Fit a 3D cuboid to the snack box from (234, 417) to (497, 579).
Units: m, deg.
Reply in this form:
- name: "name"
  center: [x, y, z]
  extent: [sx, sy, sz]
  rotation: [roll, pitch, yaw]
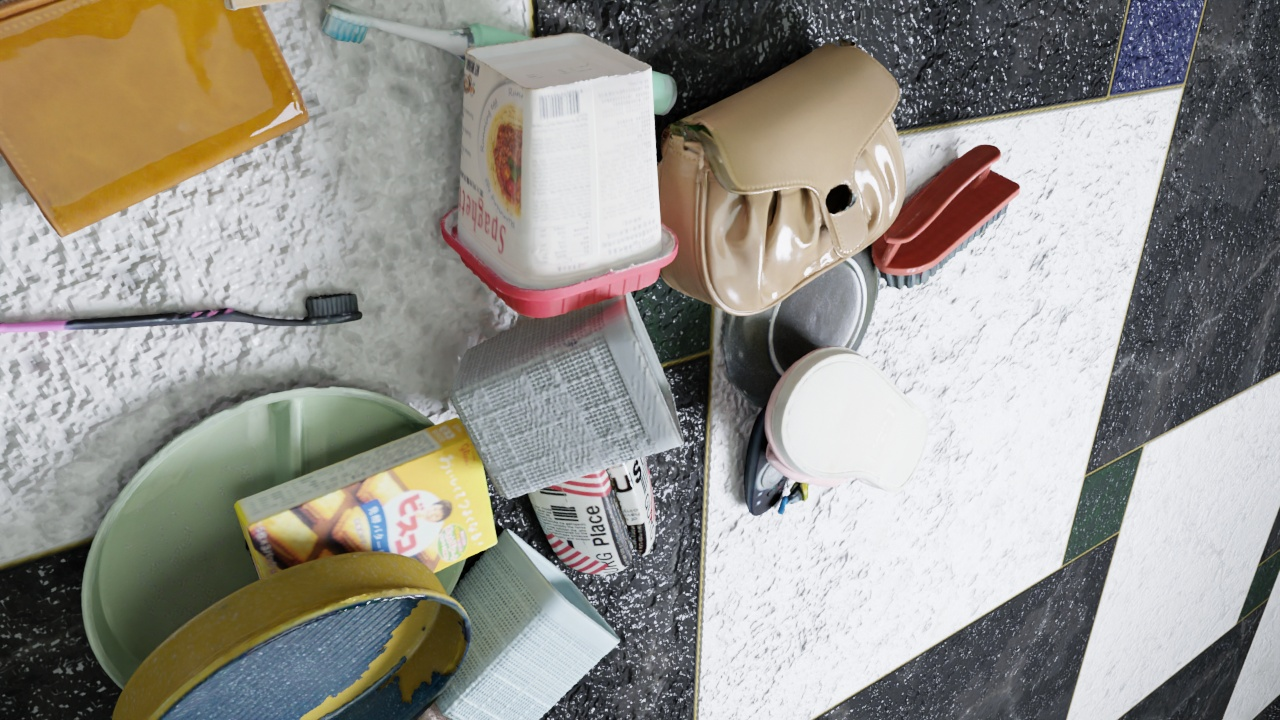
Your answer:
- name: "snack box"
  center: [-0.159, 0.098, 0.552]
  extent: [0.140, 0.034, 0.087]
  rotation: [-22, 124, -30]

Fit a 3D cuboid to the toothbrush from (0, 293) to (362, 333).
- name: "toothbrush"
  center: [-0.239, -0.024, 0.481]
  extent: [0.188, 0.014, 0.018]
  rotation: [-5, 104, -36]

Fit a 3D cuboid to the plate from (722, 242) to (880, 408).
- name: "plate"
  center: [0.142, -0.037, 0.761]
  extent: [0.179, 0.024, 0.180]
  rotation: [-17, 121, -30]

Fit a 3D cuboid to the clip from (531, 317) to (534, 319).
- name: "clip"
  center: [-0.064, -0.007, 0.611]
  extent: [0.099, 0.035, 0.098]
  rotation: [-17, 126, -22]

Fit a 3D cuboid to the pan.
- name: "pan"
  center: [-0.244, 0.252, 0.519]
  extent: [0.357, 0.078, 0.198]
  rotation: [-41, 148, 0]

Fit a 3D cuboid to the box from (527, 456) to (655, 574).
- name: "box"
  center: [-0.039, 0.085, 0.674]
  extent: [0.085, 0.075, 0.162]
  rotation: [-11, 127, 4]

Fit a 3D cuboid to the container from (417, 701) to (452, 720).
- name: "container"
  center: [-0.149, 0.290, 0.654]
  extent: [0.090, 0.090, 0.111]
  rotation: [-50, 129, -7]

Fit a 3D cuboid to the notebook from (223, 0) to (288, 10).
- name: "notebook"
  center: [-0.115, -0.263, 0.440]
  extent: [0.210, 0.012, 0.150]
  rotation: [-28, 125, -35]

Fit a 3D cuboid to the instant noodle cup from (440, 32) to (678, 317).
- name: "instant noodle cup"
  center: [-0.045, -0.107, 0.511]
  extent: [0.116, 0.116, 0.124]
  rotation: [-20, 132, -29]

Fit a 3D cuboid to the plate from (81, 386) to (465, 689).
- name: "plate"
  center: [-0.211, 0.118, 0.562]
  extent: [0.229, 0.027, 0.230]
  rotation: [-16, 120, -31]

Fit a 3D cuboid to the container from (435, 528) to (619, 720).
- name: "container"
  center: [-0.093, 0.200, 0.652]
  extent: [0.111, 0.090, 0.090]
  rotation: [-46, 131, -7]

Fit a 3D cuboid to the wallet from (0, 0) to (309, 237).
- name: "wallet"
  center: [-0.233, -0.136, 0.415]
  extent: [0.130, 0.035, 0.119]
  rotation: [-34, 126, -24]

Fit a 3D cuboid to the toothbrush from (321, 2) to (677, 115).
- name: "toothbrush"
  center: [-0.070, -0.173, 0.528]
  extent: [0.224, 0.026, 0.027]
  rotation: [1, 134, -38]

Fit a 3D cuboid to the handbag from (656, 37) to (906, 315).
- name: "handbag"
  center: [0.105, -0.123, 0.638]
  extent: [0.204, 0.100, 0.148]
  rotation: [-33, 125, -25]

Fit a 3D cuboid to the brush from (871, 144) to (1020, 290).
- name: "brush"
  center: [0.251, -0.122, 0.773]
  extent: [0.145, 0.063, 0.069]
  rotation: [-39, 146, -17]

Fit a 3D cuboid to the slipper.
- name: "slipper"
  center: [0.172, 0.054, 0.776]
  extent: [0.274, 0.054, 0.114]
  rotation: [20, 91, -51]

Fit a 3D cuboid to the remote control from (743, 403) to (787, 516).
- name: "remote control"
  center: [0.110, 0.076, 0.784]
  extent: [0.053, 0.024, 0.137]
  rotation: [-27, 136, -35]

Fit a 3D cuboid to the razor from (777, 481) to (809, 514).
- name: "razor"
  center: [0.164, 0.078, 0.828]
  extent: [0.142, 0.022, 0.042]
  rotation: [-62, 170, -2]

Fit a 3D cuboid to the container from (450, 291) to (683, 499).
- name: "container"
  center: [-0.045, 0.019, 0.554]
  extent: [0.114, 0.090, 0.090]
  rotation: [-21, 110, 5]
